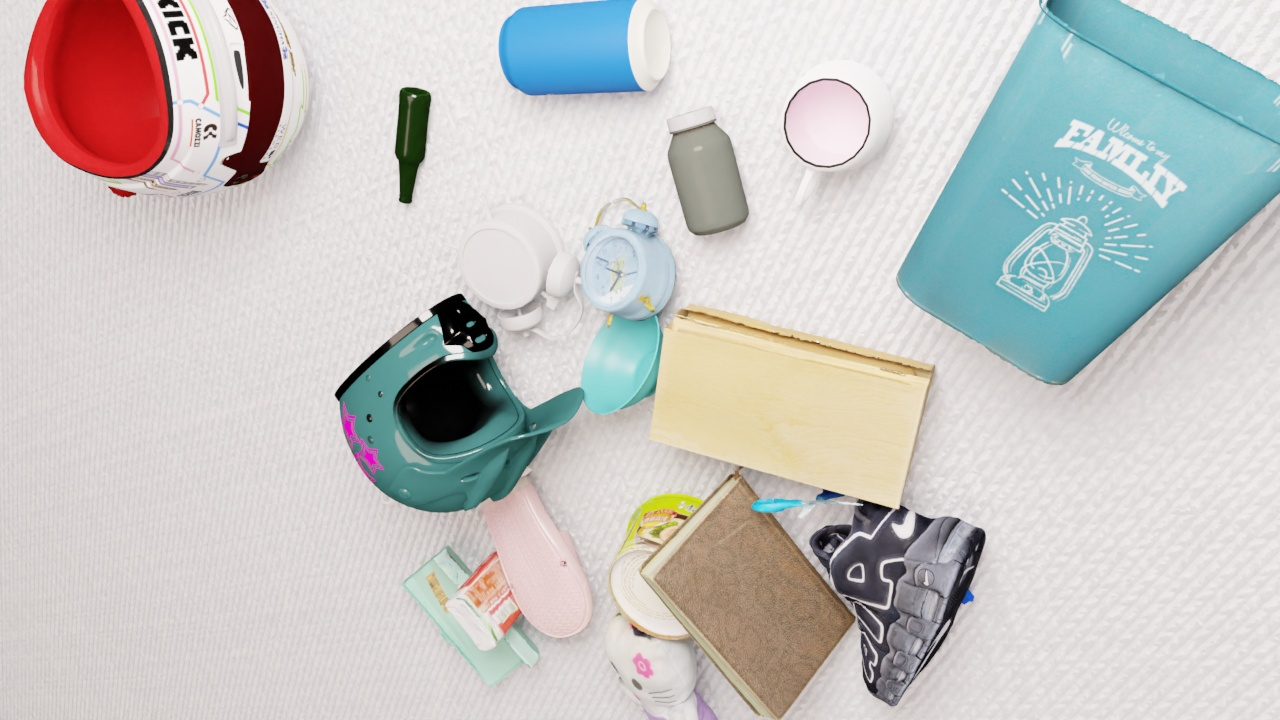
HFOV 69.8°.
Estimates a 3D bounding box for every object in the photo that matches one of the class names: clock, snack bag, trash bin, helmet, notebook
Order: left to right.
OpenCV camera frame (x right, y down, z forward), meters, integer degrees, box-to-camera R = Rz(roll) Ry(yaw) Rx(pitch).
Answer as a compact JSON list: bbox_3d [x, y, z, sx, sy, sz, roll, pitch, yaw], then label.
[{"bbox_3d":[-0.458,-0.290,0.934,0.315,0.235,0.231,-13,102,38],"label":"helmet"},{"bbox_3d":[-0.197,0.062,0.989,0.276,0.175,0.200,-35,92,41],"label":"helmet"},{"bbox_3d":[-0.179,0.289,1.123,0.036,0.115,0.077,-33,97,32],"label":"snack bag"},{"bbox_3d":[-0.123,-0.093,0.966,0.159,0.060,0.120,47,123,-5],"label":"clock"},{"bbox_3d":[-0.016,-0.098,0.901,0.089,0.051,0.124,-17,76,37],"label":"clock"},{"bbox_3d":[0.125,0.225,0.939,0.215,0.189,0.035,51,159,-12],"label":"notebook"},{"bbox_3d":[0.317,-0.123,0.664,0.196,0.198,0.219,34,129,10],"label":"trash bin"}]

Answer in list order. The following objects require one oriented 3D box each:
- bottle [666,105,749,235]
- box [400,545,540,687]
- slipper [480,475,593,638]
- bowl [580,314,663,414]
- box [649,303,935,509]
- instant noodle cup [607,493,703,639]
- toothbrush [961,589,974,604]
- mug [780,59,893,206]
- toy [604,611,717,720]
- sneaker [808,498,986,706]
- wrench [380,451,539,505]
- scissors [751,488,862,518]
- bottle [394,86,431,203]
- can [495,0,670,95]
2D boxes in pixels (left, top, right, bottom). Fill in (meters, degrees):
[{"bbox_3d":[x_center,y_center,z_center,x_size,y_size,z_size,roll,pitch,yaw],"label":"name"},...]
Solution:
[{"bbox_3d":[0.059,-0.172,0.837,0.060,0.060,0.108,-8,107,29],"label":"bottle"},{"bbox_3d":[-0.220,0.333,1.181,0.113,0.078,0.187,-38,91,10],"label":"box"},{"bbox_3d":[-0.122,0.228,1.104,0.107,0.055,0.221,-28,87,32],"label":"slipper"},{"bbox_3d":[-0.006,0.005,0.940,0.046,0.121,0.121,26,131,-34],"label":"bowl"},{"bbox_3d":[0.140,0.041,0.877,0.249,0.091,0.128,15,121,19],"label":"box"},{"bbox_3d":[0.036,0.228,1.000,0.146,0.097,0.146,10,115,22],"label":"instant noodle cup"},{"bbox_3d":[0.260,0.174,0.917,0.186,0.016,0.011,44,125,5],"label":"toothbrush"},{"bbox_3d":[0.159,-0.188,0.771,0.090,0.076,0.124,27,121,14],"label":"mug"},{"bbox_3d":[0.032,0.382,1.069,0.138,0.085,0.209,17,132,57],"label":"toy"},{"bbox_3d":[0.229,0.230,0.909,0.151,0.097,0.253,31,133,29],"label":"sneaker"},{"bbox_3d":[-0.228,0.142,1.131,0.274,0.009,0.047,-18,58,33],"label":"wrench"},{"bbox_3d":[0.170,0.133,0.883,0.128,0.126,0.014,-13,88,56],"label":"scissors"},{"bbox_3d":[-0.246,-0.227,0.980,0.033,0.032,0.123,23,120,16],"label":"bottle"},{"bbox_3d":[-0.051,-0.283,0.832,0.146,0.078,0.079,5,114,24],"label":"can"}]
